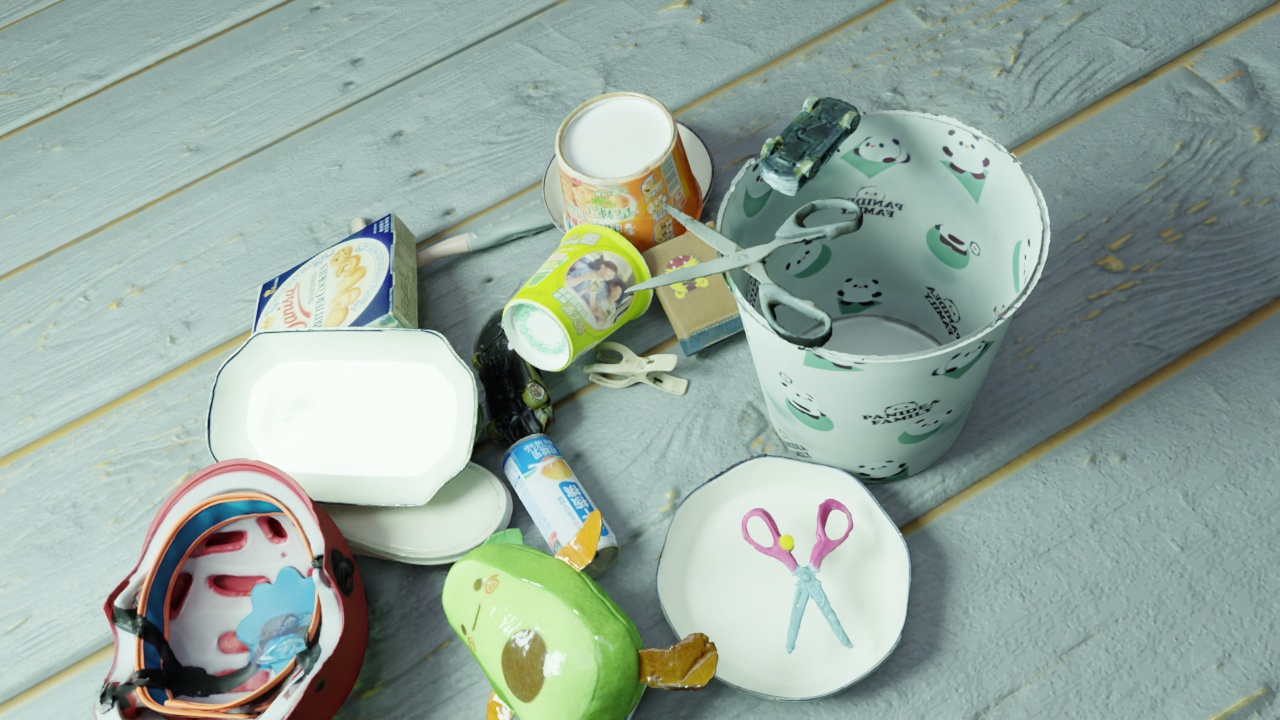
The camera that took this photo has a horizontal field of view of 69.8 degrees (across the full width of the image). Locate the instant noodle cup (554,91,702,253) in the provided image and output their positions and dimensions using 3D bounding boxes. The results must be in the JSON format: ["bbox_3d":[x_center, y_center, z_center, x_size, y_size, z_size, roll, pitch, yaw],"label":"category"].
[{"bbox_3d":[-0.016,-0.190,0.929,0.151,0.111,0.151,-5,59,8],"label":"instant noodle cup"}]

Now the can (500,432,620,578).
[{"bbox_3d":[-0.073,0.131,0.827,0.053,0.053,0.134,-33,58,-9],"label":"can"}]

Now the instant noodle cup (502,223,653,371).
[{"bbox_3d":[-0.067,-0.055,0.884,0.112,0.112,0.123,22,45,23],"label":"instant noodle cup"}]

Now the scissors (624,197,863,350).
[{"bbox_3d":[0.075,-0.067,0.644,0.178,0.014,0.159,-17,55,5],"label":"scissors"}]

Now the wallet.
[{"bbox_3d":[0.061,-0.072,0.910,0.090,0.033,0.115,-26,83,-6],"label":"wallet"}]

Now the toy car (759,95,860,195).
[{"bbox_3d":[0.125,-0.158,0.674,0.043,0.034,0.090,29,67,29],"label":"toy car"}]

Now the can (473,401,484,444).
[{"bbox_3d":[-0.227,0.046,0.899,0.147,0.058,0.058,14,62,29],"label":"can"}]

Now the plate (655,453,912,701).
[{"bbox_3d":[0.118,0.180,0.762,0.205,0.046,0.204,-6,57,8],"label":"plate"}]

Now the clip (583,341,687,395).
[{"bbox_3d":[-0.005,0.008,0.898,0.100,0.070,0.034,6,59,23],"label":"clip"}]

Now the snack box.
[{"bbox_3d":[-0.319,-0.052,0.953,0.183,0.046,0.177,-27,42,9],"label":"snack box"}]

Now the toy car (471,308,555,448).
[{"bbox_3d":[-0.127,0.017,0.907,0.070,0.042,0.158,-41,52,28],"label":"toy car"}]

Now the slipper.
[{"bbox_3d":[-0.250,0.132,0.864,0.274,0.054,0.114,6,60,12],"label":"slipper"}]

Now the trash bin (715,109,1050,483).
[{"bbox_3d":[0.190,-0.032,0.753,0.230,0.252,0.229,-6,57,9],"label":"trash bin"}]

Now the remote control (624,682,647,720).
[{"bbox_3d":[-0.038,0.295,0.736,0.049,0.024,0.124,20,66,22],"label":"remote control"}]

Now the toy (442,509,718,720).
[{"bbox_3d":[-0.069,0.224,0.719,0.247,0.090,0.227,27,92,35],"label":"toy"}]

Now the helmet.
[{"bbox_3d":[-0.321,0.216,0.771,0.207,0.144,0.239,-12,61,10],"label":"helmet"}]

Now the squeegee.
[{"bbox_3d":[-0.198,-0.124,1.021,0.249,0.040,0.247,-23,56,-3],"label":"squeegee"}]

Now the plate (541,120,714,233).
[{"bbox_3d":[-0.012,-0.192,1.020,0.192,0.039,0.192,-5,59,7],"label":"plate"}]

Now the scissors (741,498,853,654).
[{"bbox_3d":[0.138,0.165,0.732,0.118,0.017,0.133,-26,61,-10],"label":"scissors"}]

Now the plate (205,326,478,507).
[{"bbox_3d":[-0.270,0.051,0.841,0.266,0.034,0.162,0,80,11],"label":"plate"}]
